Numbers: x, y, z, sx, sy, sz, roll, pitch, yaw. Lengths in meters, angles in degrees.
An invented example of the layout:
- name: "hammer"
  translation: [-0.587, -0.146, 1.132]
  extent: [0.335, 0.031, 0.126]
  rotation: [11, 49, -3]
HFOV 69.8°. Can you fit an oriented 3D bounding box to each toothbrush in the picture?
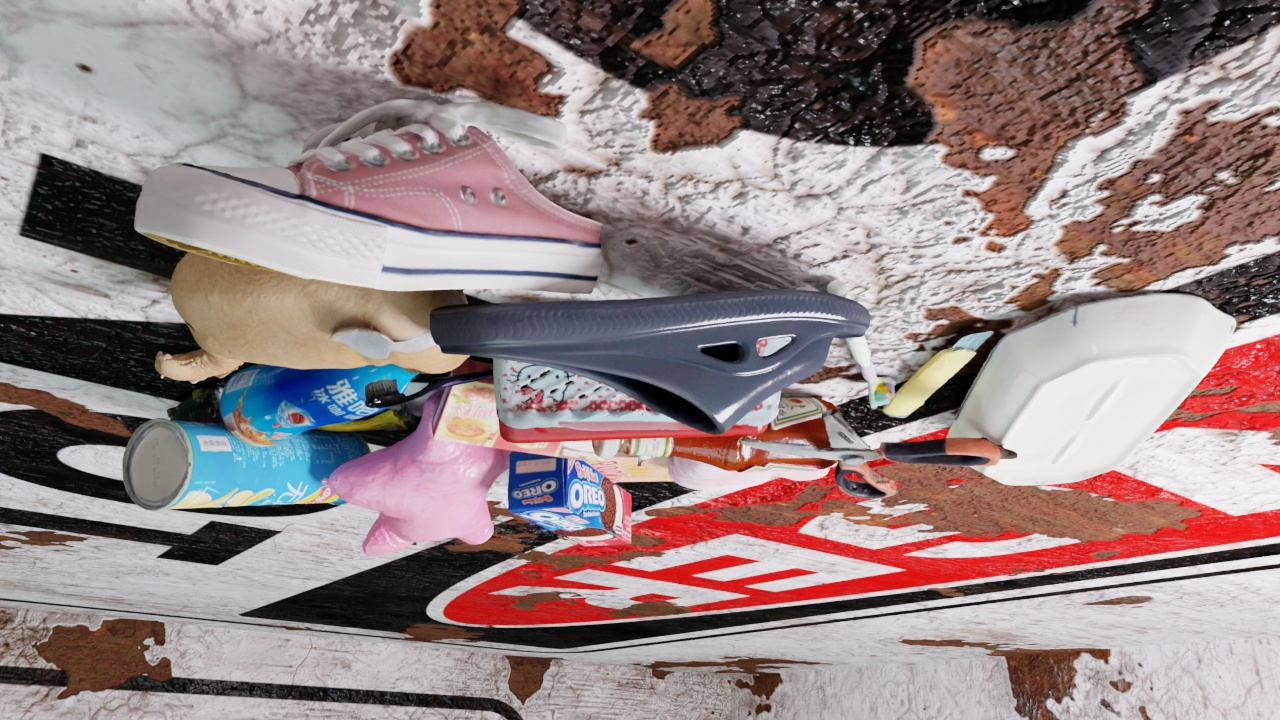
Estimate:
- name: "toothbrush"
  translation: [0.158, -0.010, 0.654]
  extent: [0.020, 0.029, 0.189]
  rotation: [36, 174, 33]
- name: "toothbrush"
  translation: [-0.130, 0.012, 0.635]
  extent: [0.014, 0.016, 0.188]
  rotation: [-30, 175, 22]

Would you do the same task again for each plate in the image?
- name: "plate"
  translation: [0.329, 0.038, 0.691]
  extent: [0.162, 0.034, 0.266]
  rotation: [-3, 150, 2]

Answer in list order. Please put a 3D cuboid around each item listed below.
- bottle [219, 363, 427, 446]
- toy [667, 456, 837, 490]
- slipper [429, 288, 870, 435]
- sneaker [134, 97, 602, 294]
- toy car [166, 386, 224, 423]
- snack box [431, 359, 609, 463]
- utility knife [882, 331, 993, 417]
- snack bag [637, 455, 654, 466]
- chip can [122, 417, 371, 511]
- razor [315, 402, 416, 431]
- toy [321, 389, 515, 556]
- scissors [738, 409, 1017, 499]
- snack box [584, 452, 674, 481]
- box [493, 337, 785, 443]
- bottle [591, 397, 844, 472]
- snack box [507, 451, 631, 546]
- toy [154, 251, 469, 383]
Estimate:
- name: "bottle"
  translation: [-0.222, 0.014, 0.674]
  extent: [0.219, 0.065, 0.065]
  rotation: [-16, 151, 33]
- name: "toy"
  translation: [0.106, 0.090, 0.842]
  extent: [0.159, 0.054, 0.121]
  rotation: [2, 158, -14]
- name: "slipper"
  translation: [0.011, 0.001, 0.536]
  extent: [0.267, 0.083, 0.111]
  rotation: [-2, -177, -27]
- name: "sneaker"
  translation: [-0.106, -0.079, 0.429]
  extent: [0.118, 0.088, 0.240]
  rotation: [11, -171, 40]
- name: "toy car"
  translation: [-0.380, 0.053, 0.798]
  extent: [0.091, 0.042, 0.035]
  rotation: [-23, 166, 34]
- name: "snack box"
  translation: [-0.086, 0.044, 0.750]
  extent: [0.152, 0.025, 0.075]
  rotation: [11, 132, -21]
- name: "utility knife"
  translation: [0.224, 0.016, 0.705]
  extent: [0.031, 0.019, 0.179]
  rotation: [-1, 163, -6]
- name: "snack bag"
  translation: [0.012, 0.059, 0.794]
  extent: [0.026, 0.045, 0.105]
  rotation: [26, 157, 10]
- name: "chip can"
  translation: [-0.322, 0.089, 0.777]
  extent: [0.071, 0.071, 0.210]
  rotation: [-8, 170, 22]
- name: "razor"
  translation: [-0.266, 0.048, 0.805]
  extent: [0.132, 0.028, 0.043]
  rotation: [4, 160, 0]
- name: "toy"
  translation: [-0.189, 0.101, 0.816]
  extent: [0.178, 0.074, 0.195]
  rotation: [3, 126, -33]
- name: "scissors"
  translation: [0.175, 0.076, 0.707]
  extent: [0.225, 0.015, 0.189]
  rotation: [4, 157, -9]
- name: "snack box"
  translation: [-0.046, 0.096, 0.898]
  extent: [0.157, 0.026, 0.084]
  rotation: [-1, 157, 7]
- name: "box"
  translation: [-0.004, 0.004, 0.664]
  extent: [0.201, 0.100, 0.094]
  rotation: [-1, -160, -7]
- name: "bottle"
  translation: [0.063, 0.059, 0.740]
  extent: [0.206, 0.059, 0.060]
  rotation: [1, 158, -17]
- name: "snack box"
  translation: [-0.063, 0.135, 0.878]
  extent: [0.058, 0.057, 0.207]
  rotation: [-5, 159, 15]
- name: "toy"
  translation: [-0.212, -0.030, 0.552]
  extent: [0.226, 0.082, 0.143]
  rotation: [-4, 144, 18]
